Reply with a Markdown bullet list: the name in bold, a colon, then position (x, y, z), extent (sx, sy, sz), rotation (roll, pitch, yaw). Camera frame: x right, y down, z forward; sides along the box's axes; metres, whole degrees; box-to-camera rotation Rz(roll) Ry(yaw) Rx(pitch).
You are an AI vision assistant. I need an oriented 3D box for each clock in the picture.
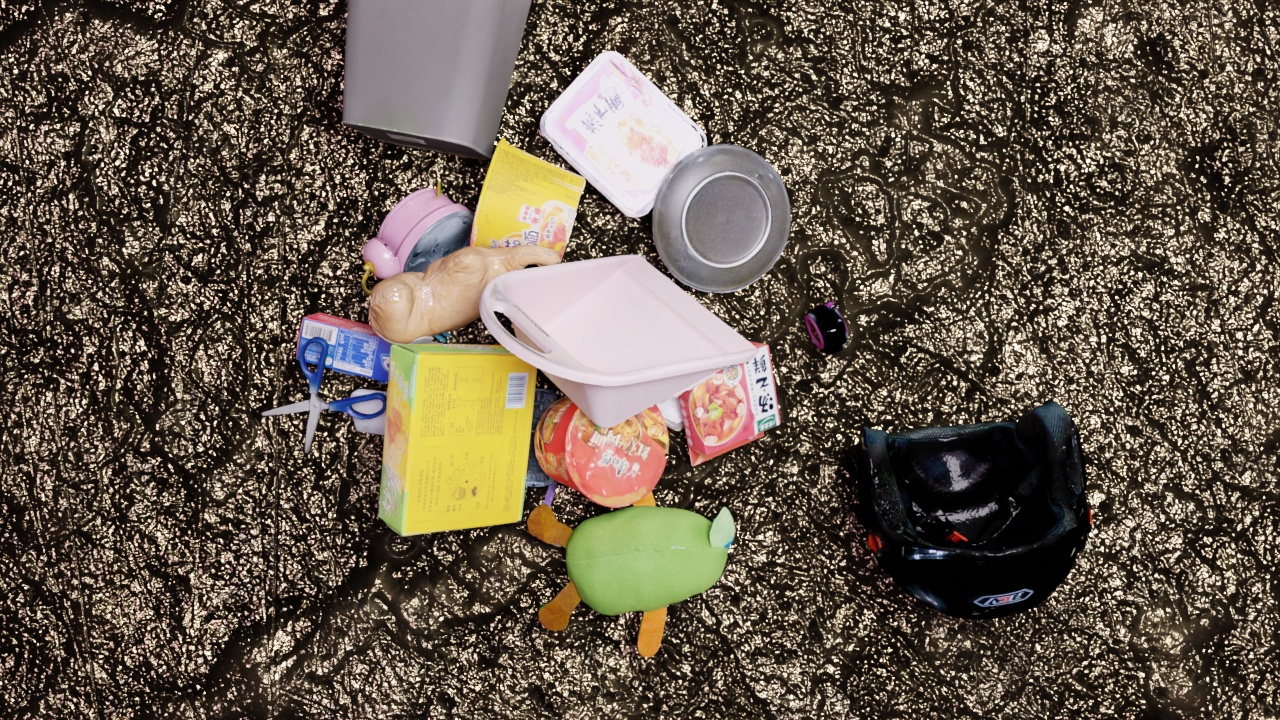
- **clock**: position (-0.271, -0.136, 1.100), extent (0.060, 0.117, 0.158), rotation (41, 88, 12)

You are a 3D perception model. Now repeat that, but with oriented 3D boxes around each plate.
- **plate**: position (0.101, -0.169, 1.105), extent (0.179, 0.024, 0.179), rotation (-3, 103, -13)

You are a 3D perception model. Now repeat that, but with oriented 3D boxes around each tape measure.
- **tape measure**: position (0.228, -0.041, 1.114), extent (0.039, 0.057, 0.057), rotation (-25, 46, -3)

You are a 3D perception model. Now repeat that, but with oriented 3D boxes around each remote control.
- **remote control**: position (-0.291, 0.067, 1.118), extent (0.136, 0.020, 0.056), rotation (5, 111, 19)

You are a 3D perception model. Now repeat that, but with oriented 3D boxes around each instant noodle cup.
- **instant noodle cup**: position (-0.021, -0.270, 1.122), extent (0.173, 0.060, 0.138), rotation (43, 90, 3)
- **instant noodle cup**: position (-0.132, -0.181, 1.092), extent (0.110, 0.138, 0.138), rotation (17, 89, -8)
- **instant noodle cup**: position (-0.052, 0.098, 1.074), extent (0.137, 0.109, 0.138), rotation (0, 89, -34)

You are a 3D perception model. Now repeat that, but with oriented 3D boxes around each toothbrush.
- **toothbrush**: position (-0.094, 0.112, 1.144), extent (0.014, 0.016, 0.189), rotation (19, 93, 13)

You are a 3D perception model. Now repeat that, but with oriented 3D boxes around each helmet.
- **helmet**: position (0.363, 0.171, 1.008), extent (0.234, 0.274, 0.230), rotation (-10, 116, 10)

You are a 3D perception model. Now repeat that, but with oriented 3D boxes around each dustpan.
- **dustpan**: position (-0.030, -0.048, 0.991), extent (0.272, 0.139, 0.222), rotation (-36, 56, -24)

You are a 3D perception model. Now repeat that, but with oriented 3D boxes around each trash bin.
- **trash bin**: position (-0.243, -0.362, 1.070), extent (0.198, 0.199, 0.220), rotation (12, 96, 3)

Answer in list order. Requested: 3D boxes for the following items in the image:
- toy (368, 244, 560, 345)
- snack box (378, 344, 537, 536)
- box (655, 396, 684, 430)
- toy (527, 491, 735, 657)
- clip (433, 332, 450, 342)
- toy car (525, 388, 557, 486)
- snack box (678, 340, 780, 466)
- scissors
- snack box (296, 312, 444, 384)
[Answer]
- **toy**: position (-0.205, -0.085, 1.064), extent (0.225, 0.143, 0.082), rotation (-24, 86, -10)
- **snack box**: position (-0.211, 0.087, 1.060), extent (0.157, 0.070, 0.210), rotation (0, 102, -38)
- **box**: position (-0.007, 0.007, 1.120), extent (0.184, 0.059, 0.090), rotation (35, 89, 3)
- **toy**: position (-0.008, 0.238, 1.100), extent (0.246, 0.090, 0.226), rotation (-5, 75, -2)
- **clip**: position (-0.262, -0.043, 1.147), extent (0.055, 0.013, 0.038), rotation (36, 91, 1)
- **toy car**: position (-0.125, 0.095, 1.128), extent (0.054, 0.036, 0.120), rotation (0, 89, 14)
- **snack box**: position (0.105, 0.054, 1.082), extent (0.113, 0.044, 0.127), rotation (-20, 108, -26)
- **scissors**: position (-0.385, 0.046, 1.111), extent (0.176, 0.012, 0.162), rotation (2, 118, 9)
- **snack box**: position (-0.308, -0.006, 1.121), extent (0.207, 0.058, 0.057), rotation (14, 100, 2)
